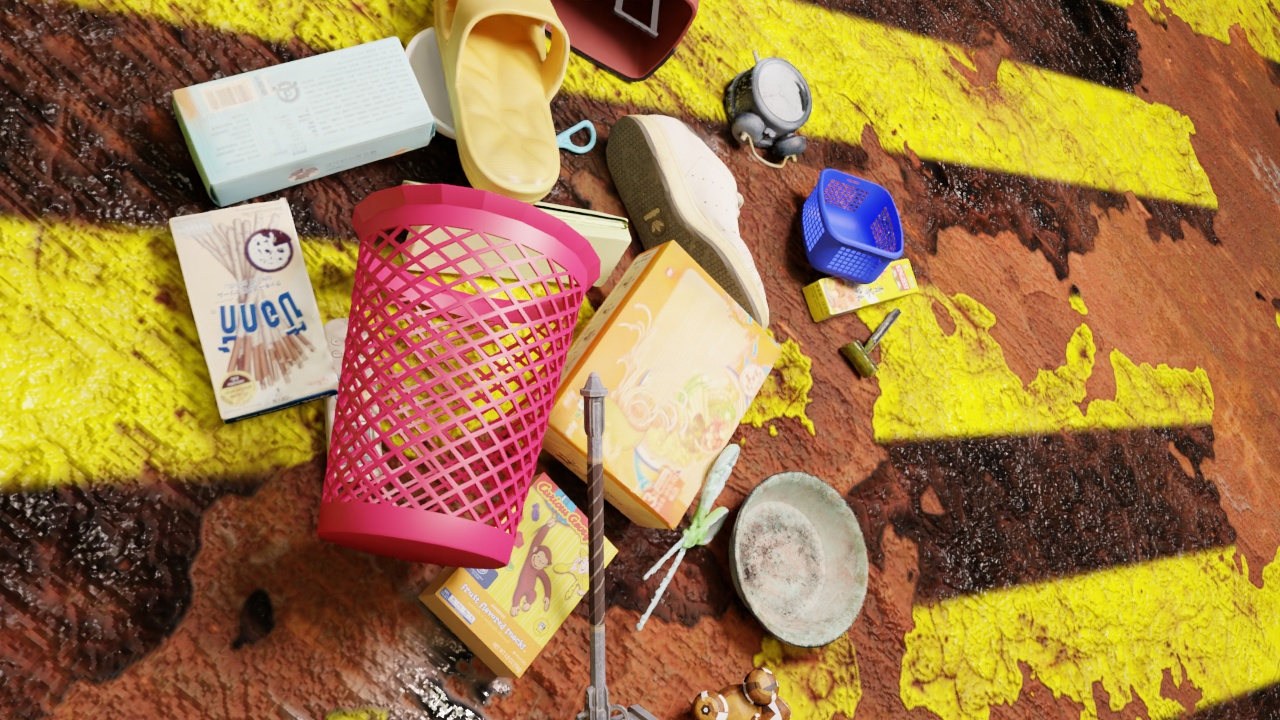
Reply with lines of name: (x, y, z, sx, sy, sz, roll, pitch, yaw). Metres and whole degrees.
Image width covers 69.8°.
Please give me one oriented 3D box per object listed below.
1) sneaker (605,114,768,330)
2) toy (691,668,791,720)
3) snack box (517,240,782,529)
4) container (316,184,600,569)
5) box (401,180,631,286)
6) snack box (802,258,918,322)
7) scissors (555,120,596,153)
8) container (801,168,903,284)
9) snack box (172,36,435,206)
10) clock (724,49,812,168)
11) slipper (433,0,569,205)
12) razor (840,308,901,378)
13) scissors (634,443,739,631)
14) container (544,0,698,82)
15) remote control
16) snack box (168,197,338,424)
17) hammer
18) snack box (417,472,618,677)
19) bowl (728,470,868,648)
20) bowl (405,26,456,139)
sneaker: (0.061, -0.130, 0.879, 0.102, 0.089, 0.241, -24, 84, -43)
toy: (0.092, 0.321, 0.758, 0.087, 0.067, 0.112, -20, 72, -10)
snack box: (0.009, 0.022, 0.778, 0.145, 0.081, 0.194, 42, 65, -18)
container: (-0.136, 0.022, 0.645, 0.183, 0.184, 0.225, 18, 68, -26)
box: (-0.103, -0.111, 0.773, 0.187, 0.078, 0.089, 5, 71, -30)
snack box: (0.242, -0.077, 0.999, 0.147, 0.029, 0.040, -15, 83, -34)
scissors: (-0.090, -0.204, 0.850, 0.125, 0.015, 0.136, 6, 78, -29)
container: (0.218, -0.138, 0.967, 0.096, 0.058, 0.114, 15, 48, -14)
snack box: (-0.251, -0.181, 0.694, 0.174, 0.053, 0.075, -23, 86, -19)
clock: (0.137, -0.264, 0.984, 0.090, 0.052, 0.129, 14, 72, -27)
slipper: (-0.111, -0.253, 0.756, 0.099, 0.079, 0.263, 3, 66, -28)
razor: (0.258, -0.027, 0.999, 0.042, 0.026, 0.105, 51, 52, -5)
scissors: (0.041, 0.141, 0.756, 0.023, 0.169, 0.171, 31, 20, 16)
container: (-0.026, -0.334, 0.859, 0.148, 0.127, 0.200, 24, 53, -23)
remote control: (-0.217, 0.029, 0.690, 0.038, 0.018, 0.125, 0, 75, -31)
snack box: (-0.276, -0.037, 0.659, 0.081, 0.026, 0.150, -15, 83, -21)
hammer: (-0.032, 0.170, 0.678, 0.098, 0.044, 0.322, -4, 97, -32)
snack box: (-0.092, 0.164, 0.709, 0.088, 0.040, 0.125, 48, 56, -10)
bowl: (0.139, 0.183, 0.846, 0.157, 0.039, 0.157, 10, 69, -29)
bowl: (-0.157, -0.230, 0.795, 0.109, 0.041, 0.109, 12, 65, -28)
